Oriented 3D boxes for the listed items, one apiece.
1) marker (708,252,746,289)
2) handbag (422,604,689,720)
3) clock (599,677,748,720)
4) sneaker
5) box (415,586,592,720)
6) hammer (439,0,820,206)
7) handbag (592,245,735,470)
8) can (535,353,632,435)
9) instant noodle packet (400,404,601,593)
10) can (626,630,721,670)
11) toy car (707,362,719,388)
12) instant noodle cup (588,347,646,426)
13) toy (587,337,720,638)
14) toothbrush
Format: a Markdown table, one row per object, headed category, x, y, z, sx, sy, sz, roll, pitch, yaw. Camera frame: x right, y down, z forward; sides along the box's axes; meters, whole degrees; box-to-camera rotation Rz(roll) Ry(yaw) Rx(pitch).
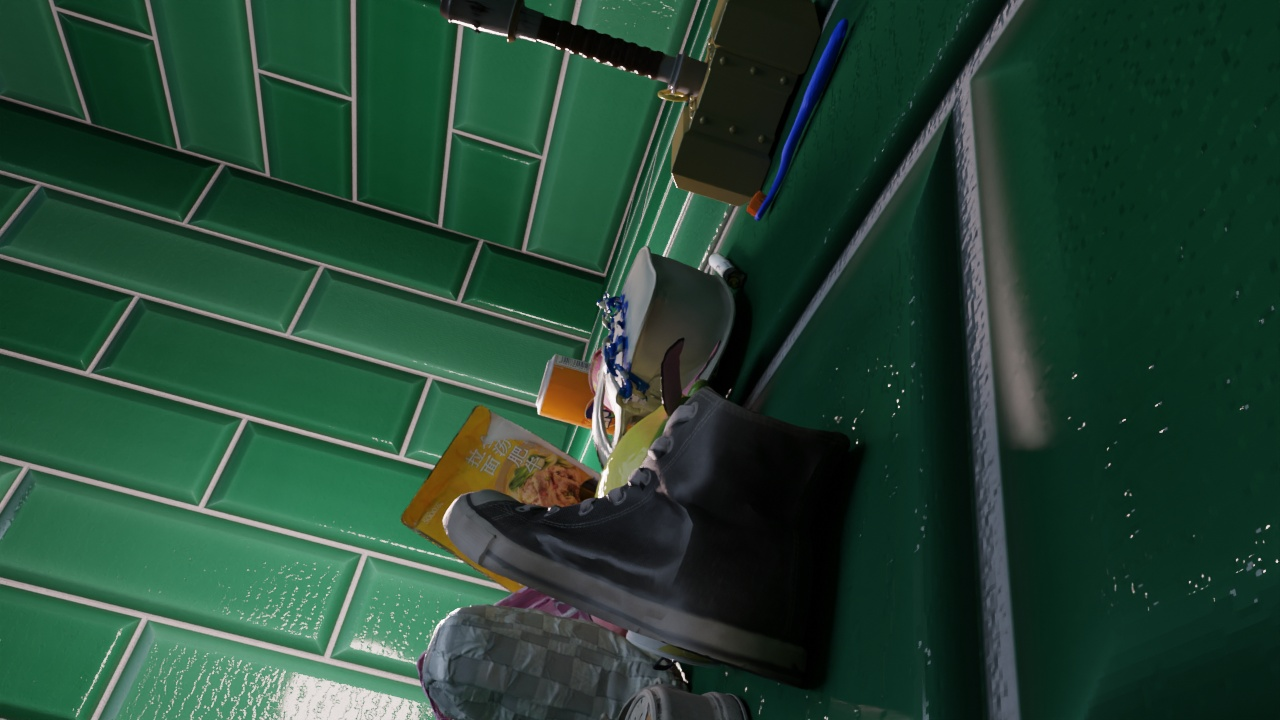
| category | x | y | z | sx | sy | sz | roll | pitch | yaw |
| --- | --- | --- | --- | --- | --- | --- | --- | --- | --- |
| marker | 0.081 | -0.087 | 0.871 | 0.146 | 0.017 | 0.017 | -98 | 25 | -77 |
| handbag | -0.067 | 0.237 | 0.624 | 0.113 | 0.171 | 0.123 | 119 | 166 | -65 |
| clock | 0.010 | 0.217 | 0.496 | 0.157 | 0.061 | 0.103 | -117 | 43 | -78 |
| sneaker | -0.005 | 0.075 | 0.480 | 0.235 | 0.095 | 0.119 | 3 | 68 | 46 |
| box | -0.081 | 0.250 | 0.761 | 0.150 | 0.201 | 0.073 | 48 | 164 | 57 |
| hammer | -0.022 | -0.284 | 0.844 | 0.100 | 0.325 | 0.191 | -84 | 12 | -61 |
| handbag | -0.005 | 0.005 | 0.809 | 0.200 | 0.093 | 0.200 | -106 | 39 | -73 |
| can | -0.054 | 0.047 | 1.149 | 0.079 | 0.142 | 0.079 | -166 | 92 | -84 |
| instant noodle packet | -0.135 | 0.172 | 1.039 | 0.162 | 0.221 | 0.084 | -58 | 2 | -16 |
| can | 0.032 | 0.120 | 0.537 | 0.064 | 0.064 | 0.127 | 147 | 139 | -81 |
| toy car | 0.043 | 0.028 | 0.835 | 0.106 | 0.033 | 0.047 | -44 | 21 | 52 |
| instant noodle cup | 0.000 | 0.027 | 0.997 | 0.108 | 0.097 | 0.098 | -133 | 59 | -74 |
| toy | 0.012 | 0.098 | 0.661 | 0.190 | 0.088 | 0.238 | -26 | -47 | -75 |
| toothbrush | 0.123 | -0.187 | 0.732 | 0.016 | 0.018 | 0.183 | -44 | -18 | -46 |
